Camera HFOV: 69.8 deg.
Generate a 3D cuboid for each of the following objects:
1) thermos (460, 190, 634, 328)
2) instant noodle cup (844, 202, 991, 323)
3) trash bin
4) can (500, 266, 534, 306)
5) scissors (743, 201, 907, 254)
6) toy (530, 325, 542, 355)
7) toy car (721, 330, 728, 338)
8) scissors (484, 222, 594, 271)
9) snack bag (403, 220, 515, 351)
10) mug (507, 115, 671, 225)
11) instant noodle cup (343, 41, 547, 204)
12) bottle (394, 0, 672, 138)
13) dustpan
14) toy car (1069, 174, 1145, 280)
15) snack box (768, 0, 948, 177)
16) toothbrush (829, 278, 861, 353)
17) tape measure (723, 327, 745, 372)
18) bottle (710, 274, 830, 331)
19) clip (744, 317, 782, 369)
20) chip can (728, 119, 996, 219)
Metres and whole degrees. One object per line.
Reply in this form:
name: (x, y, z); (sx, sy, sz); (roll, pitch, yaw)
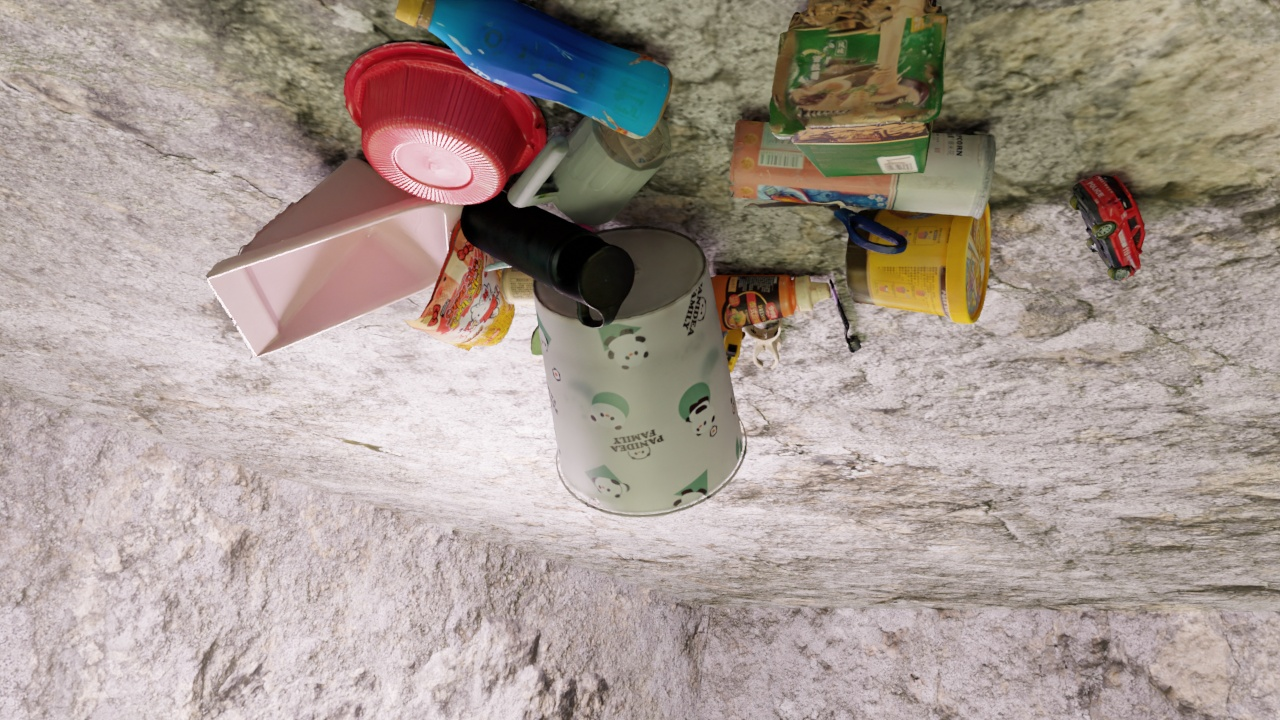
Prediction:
thermos: (-0.097, -0.101, 0.902); (0.068, 0.090, 0.242); (-15, -151, -30)
instant noodle cup: (0.265, -0.097, 0.877); (0.115, 0.118, 0.118); (5, 159, 30)
trash bin: (-0.006, 0.006, 1.015); (0.230, 0.228, 0.252); (3, 129, 17)
can: (-0.104, -0.094, 1.102); (0.116, 0.058, 0.058); (2, 157, 19)
scissors: (0.182, -0.139, 0.825); (0.175, 0.162, 0.012); (-11, 131, -14)
toy: (-0.025, -0.023, 1.194); (0.246, 0.089, 0.228); (27, 132, -36)
toy car: (0.089, -0.033, 1.156); (0.043, 0.091, 0.034); (40, -146, 27)
scissors: (-0.111, -0.112, 1.038); (0.133, 0.017, 0.134); (-14, 120, 3)
snack bag: (-0.206, -0.076, 1.076); (0.073, 0.128, 0.208); (27, 174, 9)
mug: (-0.046, -0.176, 0.820); (0.123, 0.083, 0.104); (-18, 172, -33)
instant noodle cup: (-0.188, -0.207, 0.861); (0.194, 0.065, 0.194); (9, 159, 4)
bottle: (-0.083, -0.243, 0.728); (0.218, 0.065, 0.065); (18, 157, -18)
dustpan: (-0.304, -0.096, 1.000); (0.139, 0.272, 0.223); (35, 161, 4)
toy car: (0.426, -0.119, 0.827); (0.045, 0.052, 0.120); (-28, 139, 18)
snack box: (0.170, -0.193, 0.681); (0.118, 0.117, 0.105); (2, 161, 25)
toothbrush: (0.249, -0.052, 1.118); (0.017, 0.014, 0.189); (-7, 153, 19)
tape measure: (0.118, -0.020, 1.190); (0.029, 0.059, 0.057); (10, 129, -7)
bottle: (0.144, -0.072, 1.057); (0.150, 0.066, 0.067); (-6, 154, 18)
clip: (0.164, -0.027, 1.194); (0.070, 0.034, 0.100); (3, 149, 17)
chip can: (0.186, -0.167, 0.791); (0.215, 0.071, 0.071); (7, 158, 10)
